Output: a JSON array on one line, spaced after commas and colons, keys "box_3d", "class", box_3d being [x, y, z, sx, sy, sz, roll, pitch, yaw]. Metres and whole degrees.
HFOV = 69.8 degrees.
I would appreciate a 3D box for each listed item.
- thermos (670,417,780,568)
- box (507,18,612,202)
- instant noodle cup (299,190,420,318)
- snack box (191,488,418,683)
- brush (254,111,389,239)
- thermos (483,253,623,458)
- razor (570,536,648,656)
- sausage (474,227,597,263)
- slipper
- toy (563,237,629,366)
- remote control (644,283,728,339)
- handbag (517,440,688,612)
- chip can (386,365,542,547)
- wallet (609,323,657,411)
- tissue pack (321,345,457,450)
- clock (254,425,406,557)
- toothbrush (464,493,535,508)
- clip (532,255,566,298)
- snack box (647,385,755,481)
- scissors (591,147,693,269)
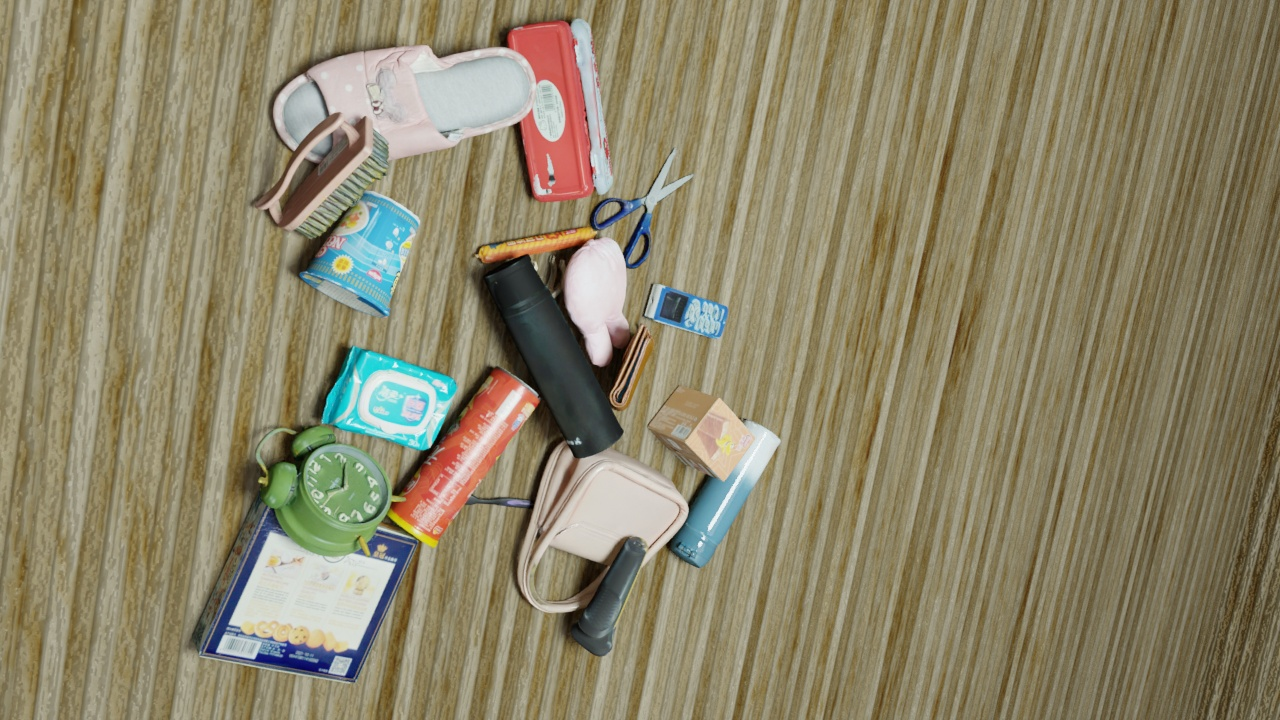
[{"box_3d": [0.119, 0.191, 1.312, 0.070, 0.070, 0.220, 37, 80, -33], "class": "thermos"}, {"box_3d": [-0.092, -0.294, 1.084, 0.095, 0.100, 0.201, -5, 108, 9], "class": "box"}, {"box_3d": [-0.288, -0.115, 0.968, 0.099, 0.099, 0.109, 32, 74, -34], "class": "instant noodle cup"}, {"box_3d": [-0.367, 0.253, 1.018, 0.177, 0.046, 0.182, 26, 86, -34], "class": "snack box"}, {"box_3d": [-0.319, -0.183, 0.919, 0.146, 0.063, 0.073, -36, 133, 21], "class": "brush"}, {"box_3d": [-0.106, -0.005, 1.087, 0.068, 0.090, 0.242, -32, 105, -23], "class": "thermos"}, {"box_3d": [-0.034, 0.302, 1.188, 0.067, 0.062, 0.168, -5, 123, -61], "class": "razor"}, {"box_3d": [-0.123, -0.140, 1.107, 0.164, 0.021, 0.021, -16, 108, -30], "class": "sausage"}, {"box_3d": [-0.239, -0.268, 0.957, 0.274, 0.054, 0.114, -14, 111, -16], "class": "slipper"}, {"box_3d": [-0.051, -0.073, 1.137, 0.121, 0.054, 0.160, -46, 134, -48], "class": "toy"}, {"box_3d": [0.063, -0.065, 1.242, 0.124, 0.024, 0.049, 15, 92, -35], "class": "remote control"}, {"box_3d": [-0.066, 0.230, 1.193, 0.193, 0.093, 0.234, 29, 93, -38], "class": "handbag"}, {"box_3d": [-0.206, 0.111, 1.076, 0.073, 0.073, 0.216, 42, 77, -32], "class": "chip can"}, {"box_3d": [-0.007, 0.007, 1.157, 0.035, 0.131, 0.119, 19, 85, 2], "class": "wallet"}, {"box_3d": [-0.282, 0.043, 1.026, 0.133, 0.050, 0.093, 20, 90, -34], "class": "tissue pack"}, {"box_3d": [-0.336, 0.134, 0.974, 0.161, 0.056, 0.115, 41, 32, -14], "class": "clock"}, {"box_3d": [-0.156, 0.180, 1.163, 0.188, 0.017, 0.014, 13, 102, -37], "class": "toothbrush"}, {"box_3d": [-0.130, -0.080, 1.110, 0.086, 0.035, 0.104, 16, 99, -38], "class": "clip"}, {"box_3d": [0.083, 0.098, 1.248, 0.077, 0.093, 0.094, -52, 122, -14], "class": "snack box"}, {"box_3d": [0.007, -0.193, 1.186, 0.162, 0.012, 0.163, -11, 104, -32], "class": "scissors"}]
